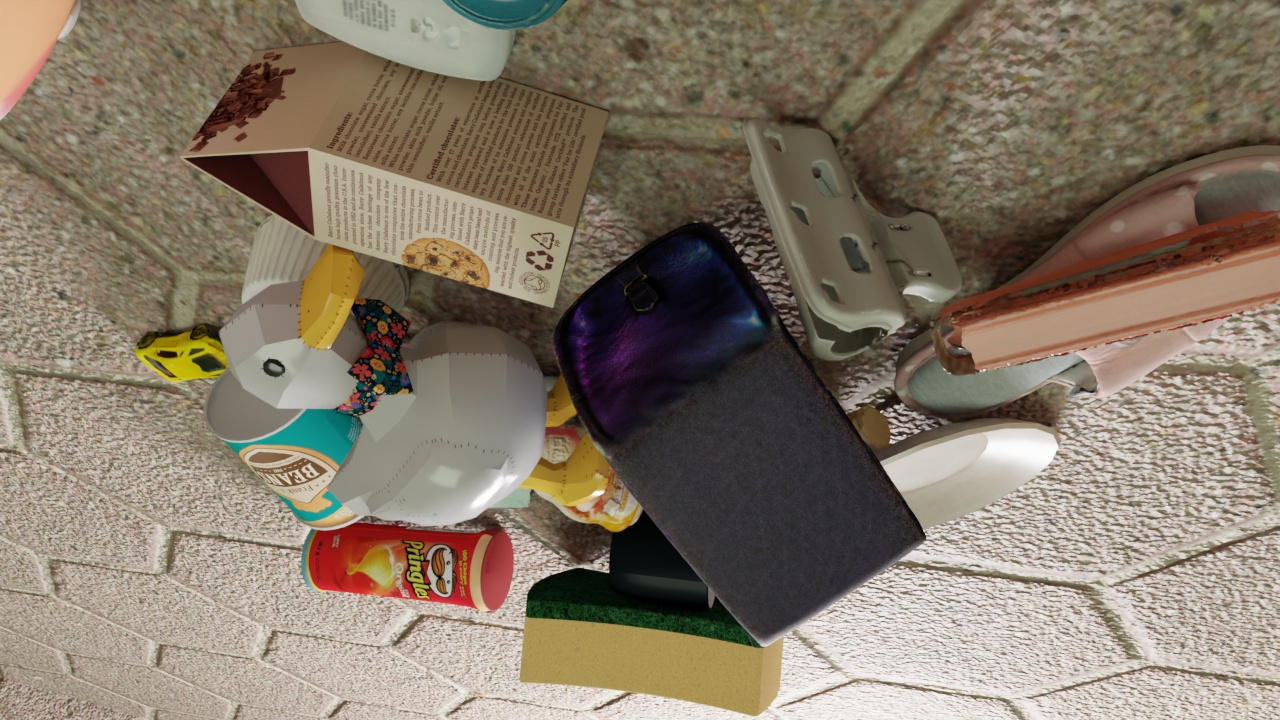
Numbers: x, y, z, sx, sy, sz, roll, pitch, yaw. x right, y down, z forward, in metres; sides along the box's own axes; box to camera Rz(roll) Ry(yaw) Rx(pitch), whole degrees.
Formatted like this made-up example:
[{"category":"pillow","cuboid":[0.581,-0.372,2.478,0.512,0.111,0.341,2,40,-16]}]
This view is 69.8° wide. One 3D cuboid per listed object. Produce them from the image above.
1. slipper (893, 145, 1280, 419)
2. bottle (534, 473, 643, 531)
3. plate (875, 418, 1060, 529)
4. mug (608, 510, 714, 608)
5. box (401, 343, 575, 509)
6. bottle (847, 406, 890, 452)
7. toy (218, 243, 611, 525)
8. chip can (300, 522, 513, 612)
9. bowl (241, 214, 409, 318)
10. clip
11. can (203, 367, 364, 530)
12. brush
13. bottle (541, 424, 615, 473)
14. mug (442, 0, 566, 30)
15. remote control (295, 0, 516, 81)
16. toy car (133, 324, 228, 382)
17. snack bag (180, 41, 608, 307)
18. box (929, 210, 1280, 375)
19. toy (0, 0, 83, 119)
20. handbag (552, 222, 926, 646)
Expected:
[{"category":"slipper","cuboid":[0.266,-0.024,0.548,0.114,0.054,0.275,27,140,-20]},{"category":"bottle","cuboid":[-0.051,0.109,0.805,0.108,0.063,0.063,18,143,-14]},{"category":"plate","cuboid":[0.218,0.086,0.694,0.188,0.027,0.189,-11,149,-7]},{"category":"mug","cuboid":[0.027,0.190,0.889,0.094,0.085,0.121,4,171,12]},{"category":"box","cuboid":[-0.139,0.070,0.810,0.159,0.035,0.231,7,144,-6]},{"category":"bottle","cuboid":[0.127,0.081,0.735,0.072,0.046,0.162,31,140,-23]},{"category":"toy","cuboid":[-0.154,0.034,0.629,0.267,0.140,0.247,14,135,-30]},{"category":"chip can","cuboid":[-0.252,0.219,0.995,0.214,0.086,0.087,1,142,16]},{"category":"bowl","cuboid":[-0.231,-0.046,0.659,0.115,0.062,0.115,8,143,6]},{"category":"clip","cuboid":[0.109,-0.059,0.505,0.082,0.124,0.147,-29,151,33]},{"category":"can","cuboid":[-0.291,0.068,0.795,0.099,0.099,0.144,1,142,15]},{"category":"brush","cuboid":[0.015,0.271,0.912,0.250,0.075,0.195,4,177,11]},{"category":"bottle","cuboid":[-0.060,0.073,0.764,0.109,0.044,0.044,4,145,-11]},{"category":"mug","cuboid":[-0.037,-0.196,0.369,0.112,0.104,0.084,-19,133,36]},{"category":"remote control","cuboid":[-0.121,-0.183,0.474,0.114,0.028,0.060,14,144,-3]},{"category":"toy car","cuboid":[-0.392,-0.002,0.792,0.107,0.030,0.049,-6,141,25]},{"category":"snack bag","cuboid":[-0.132,-0.114,0.513,0.206,0.094,0.070,16,143,-5]},{"category":"box","cuboid":[0.244,-0.030,0.478,0.187,0.053,0.058,-19,150,31]},{"category":"toy","cuboid":[-0.337,-0.198,0.335,0.281,0.262,0.265,-27,160,18]},{"category":"handbag","cuboid":[0.055,0.037,0.572,0.125,0.222,0.205,-36,112,6]}]
